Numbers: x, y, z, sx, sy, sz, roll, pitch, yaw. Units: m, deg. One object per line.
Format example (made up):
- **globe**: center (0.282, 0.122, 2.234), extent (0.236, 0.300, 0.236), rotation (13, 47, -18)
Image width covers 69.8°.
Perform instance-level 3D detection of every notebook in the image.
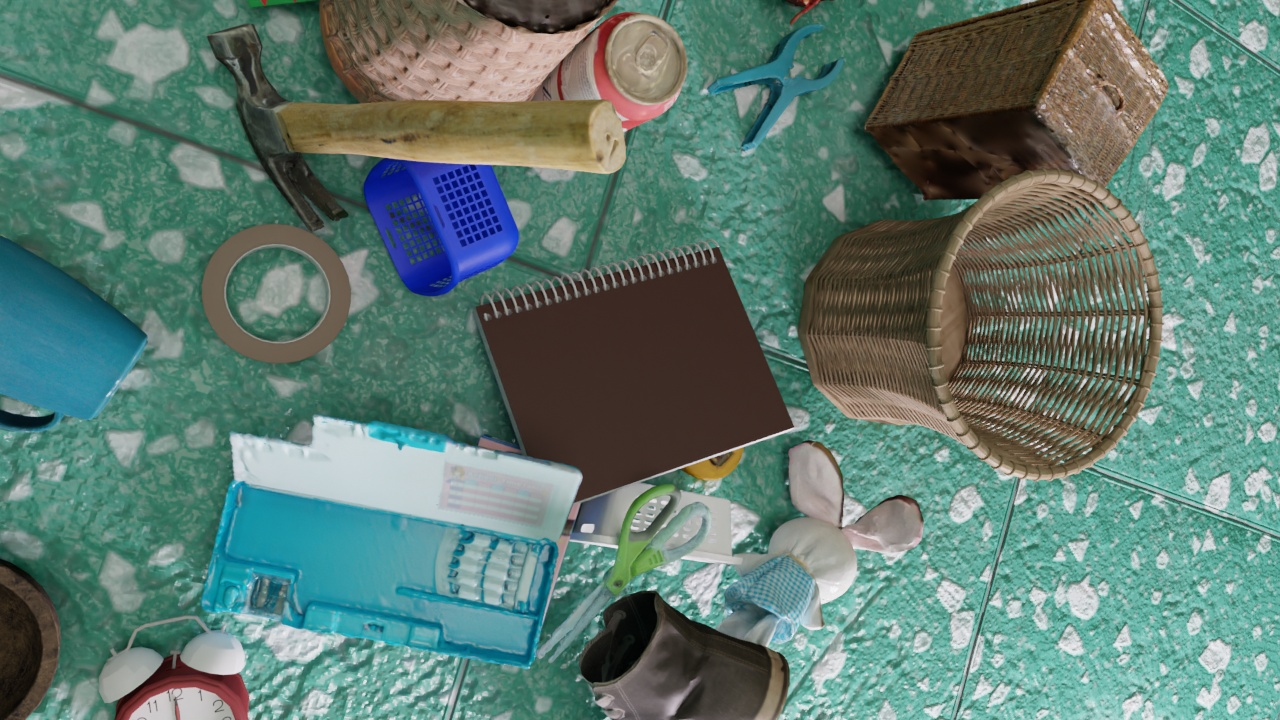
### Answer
- **notebook**: center (-0.004, 0.004, 0.707), extent (0.208, 0.022, 0.171), rotation (-16, 77, -21)

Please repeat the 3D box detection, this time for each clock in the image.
- **clock**: center (-0.308, 0.233, 0.611), extent (0.087, 0.044, 0.124), rotation (-8, 97, -22)

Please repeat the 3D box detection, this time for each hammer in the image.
- **hammer**: center (-0.137, -0.128, 0.520), extent (0.033, 0.331, 0.132), rotation (-36, 126, -38)

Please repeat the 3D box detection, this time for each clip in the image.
- **clip**: center (0.127, -0.225, 0.779), extent (0.126, 0.028, 0.113), rotation (-49, 111, -13)

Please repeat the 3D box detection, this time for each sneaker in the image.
- **sneaker**: center (-0.013, 0.265, 0.676), extent (0.120, 0.095, 0.235), rotation (35, 121, -15)

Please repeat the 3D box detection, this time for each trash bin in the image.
- **trash bin**: center (-0.096, -0.216, 0.531), extent (0.151, 0.210, 0.151), rotation (-2, 96, -25)

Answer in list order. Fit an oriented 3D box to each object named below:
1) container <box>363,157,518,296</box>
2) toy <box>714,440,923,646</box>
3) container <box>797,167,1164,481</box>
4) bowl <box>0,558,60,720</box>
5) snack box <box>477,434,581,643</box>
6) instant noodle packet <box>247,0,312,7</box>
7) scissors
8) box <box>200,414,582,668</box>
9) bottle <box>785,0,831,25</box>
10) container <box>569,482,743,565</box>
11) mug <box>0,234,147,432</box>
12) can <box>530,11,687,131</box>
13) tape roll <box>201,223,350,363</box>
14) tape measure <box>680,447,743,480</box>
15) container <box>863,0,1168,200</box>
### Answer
- **container**: center (-0.135, -0.099, 0.629), extent (0.058, 0.114, 0.096), rotation (-29, 104, -28)
- **toy**: center (0.133, 0.184, 0.760), extent (0.204, 0.131, 0.106), rotation (-45, 149, -30)
- **container**: center (0.264, -0.030, 0.755), extent (0.226, 0.196, 0.227), rotation (-1, 94, -23)
- **bowl**: center (-0.417, 0.171, 0.555), extent (0.121, 0.056, 0.121), rotation (-1, 94, -23)
- **snack box**: center (-0.101, 0.141, 0.687), extent (0.088, 0.033, 0.154), rotation (18, 86, -5)
- **instant noodle packet**: center (-0.187, -0.376, 0.598), extent (0.195, 0.090, 0.253), rotation (-17, 111, -23)
- **scissors**: center (-0.022, 0.159, 0.670), extent (0.072, 0.033, 0.175), rotation (36, 98, -32)
- **box**: center (-0.166, 0.112, 0.624), extent (0.227, 0.074, 0.181), rotation (13, 111, -8)
- **bottle**: center (0.152, -0.333, 0.738), extent (0.098, 0.111, 0.099), rotation (0, 90, -35)
- **container**: center (0.012, 0.127, 0.725), extent (0.129, 0.081, 0.049), rotation (14, 76, -23)
- **mug**: center (-0.373, -0.005, 0.558), extent (0.104, 0.084, 0.112), rotation (35, 108, -27)
- **can**: center (-0.030, -0.187, 0.635), extent (0.067, 0.170, 0.067), rotation (-1, 93, -24)
- **tape roll**: center (-0.248, -0.045, 0.627), extent (0.093, 0.030, 0.094), rotation (-1, 94, -23)
- **tape measure**: center (0.056, 0.071, 0.764), extent (0.068, 0.030, 0.059), rotation (-46, 106, -14)
- **container**: center (0.301, -0.209, 0.759), extent (0.113, 0.199, 0.112), rotation (39, 77, -28)
